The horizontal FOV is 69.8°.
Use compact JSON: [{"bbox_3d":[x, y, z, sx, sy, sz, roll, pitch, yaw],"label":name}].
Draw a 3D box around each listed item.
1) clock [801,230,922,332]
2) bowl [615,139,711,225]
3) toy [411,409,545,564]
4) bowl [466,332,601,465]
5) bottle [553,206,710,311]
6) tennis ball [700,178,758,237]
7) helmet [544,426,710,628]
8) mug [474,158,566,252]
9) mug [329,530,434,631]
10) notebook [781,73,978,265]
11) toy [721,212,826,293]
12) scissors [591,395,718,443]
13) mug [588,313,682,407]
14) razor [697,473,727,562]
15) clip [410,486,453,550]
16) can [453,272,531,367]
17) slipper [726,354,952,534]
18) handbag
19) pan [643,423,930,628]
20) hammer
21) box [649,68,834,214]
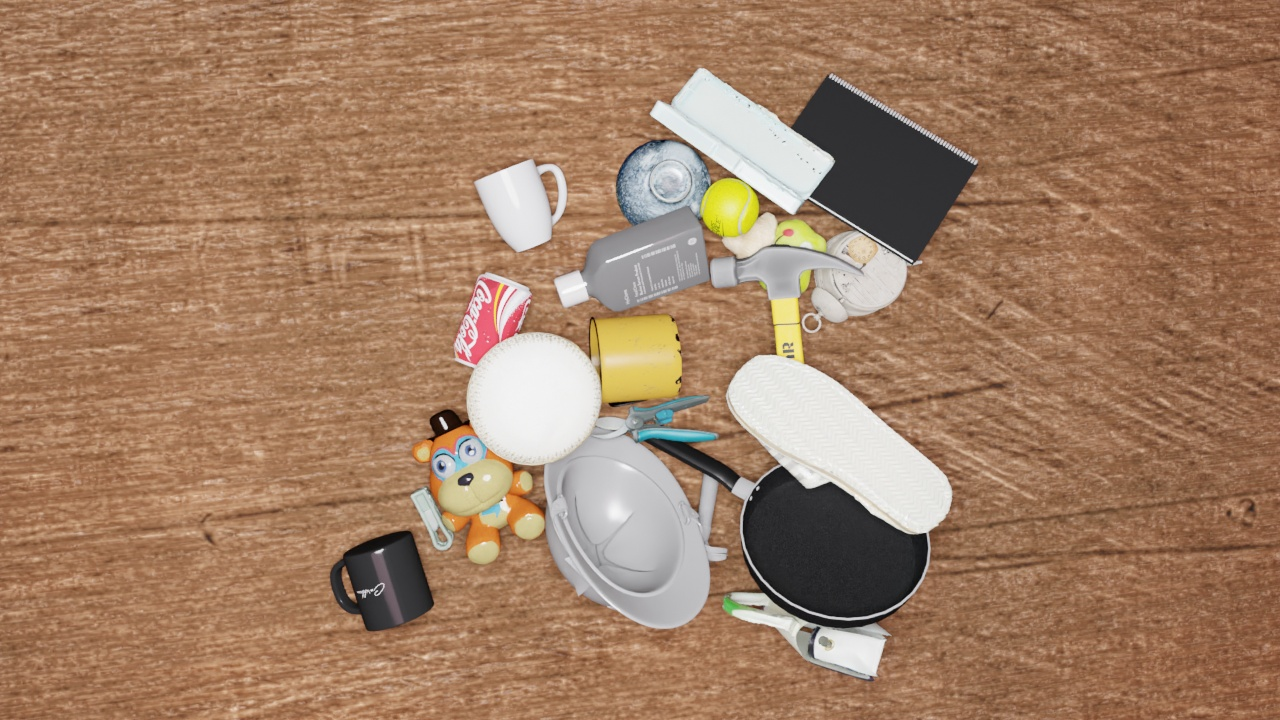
[{"bbox_3d":[0.251,-0.091,1.089,0.156,0.061,0.103,-45,96,-5],"label":"clock"},{"bbox_3d":[0.031,-0.203,1.059,0.114,0.061,0.114,0,91,-8],"label":"bowl"},{"bbox_3d":[-0.184,0.136,1.035,0.112,0.096,0.176,-30,84,2],"label":"toy"},{"bbox_3d":[-0.114,0.042,1.015,0.145,0.063,0.145,0,86,2],"label":"bowl"},{"bbox_3d":[-0.012,-0.105,1.045,0.174,0.046,0.084,-20,137,-5],"label":"bottle"},{"bbox_3d":[0.102,-0.173,1.043,0.065,0.065,0.065,0,92,-7],"label":"tennis ball"},{"bbox_3d":[-0.036,0.206,1.018,0.183,0.270,0.118,8,130,-30],"label":"helmet"},{"bbox_3d":[-0.124,-0.179,1.044,0.107,0.071,0.089,-30,106,-33],"label":"mug"},{"bbox_3d":[-0.298,0.249,1.033,0.114,0.078,0.088,-15,94,20],"label":"mug"},{"bbox_3d":[0.270,-0.228,1.077,0.207,0.016,0.149,33,81,7],"label":"notebook"},{"bbox_3d":[0.156,-0.132,1.085,0.118,0.043,0.092,27,92,-5],"label":"toy"},{"bbox_3d":[0.025,0.073,1.073,0.124,0.019,0.155,35,58,25],"label":"scissors"},{"bbox_3d":[-0.006,0.006,1.050,0.094,0.100,0.124,-4,133,-9],"label":"mug"},{"bbox_3d":[0.077,0.181,1.080,0.047,0.088,0.116,14,71,-11],"label":"razor"},{"bbox_3d":[-0.239,0.182,1.057,0.023,0.042,0.076,-27,94,-4],"label":"clip"},{"bbox_3d":[-0.168,-0.042,1.038,0.064,0.064,0.105,20,89,-7],"label":"can"},{"bbox_3d":[0.219,0.094,1.022,0.273,0.054,0.114,34,77,10],"label":"slipper"},{"bbox_3d":[0.180,0.289,1.050,0.176,0.151,0.074,17,89,-7],"label":"handbag"},{"bbox_3d":[0.148,0.166,1.037,0.356,0.044,0.203,27,54,21],"label":"pan"},{"bbox_3d":[0.183,0.024,1.074,0.170,0.034,0.325,-4,103,14],"label":"hammer"},{"bbox_3d":[0.116,-0.249,1.043,0.197,0.074,0.126,36,66,4],"label":"box"}]
